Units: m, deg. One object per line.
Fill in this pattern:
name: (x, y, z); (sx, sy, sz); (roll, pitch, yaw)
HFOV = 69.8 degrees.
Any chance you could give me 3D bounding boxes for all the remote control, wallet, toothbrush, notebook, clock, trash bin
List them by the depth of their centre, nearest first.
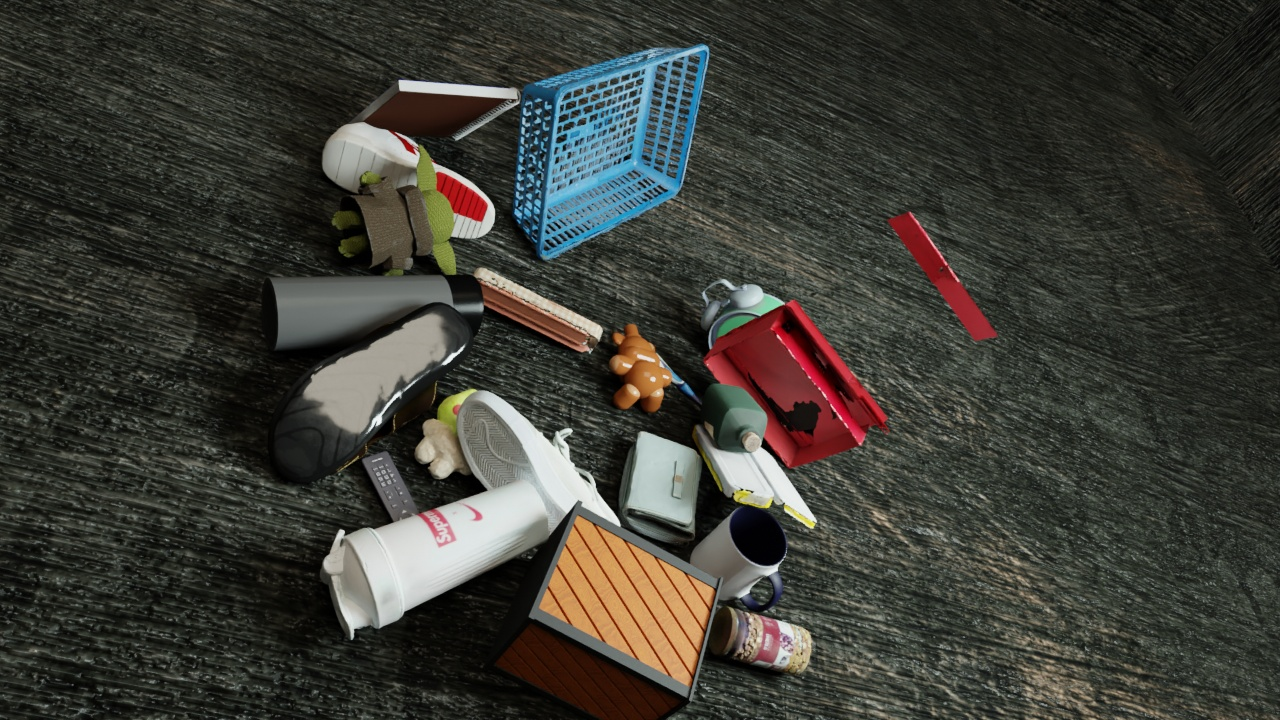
trash bin: (-0.037, 0.268, 0.936); (0.172, 0.140, 0.139); (29, 45, -7)
remote control: (-0.257, 0.160, 0.983); (0.032, 0.015, 0.136); (-18, 68, -40)
wallet: (0.028, 0.156, 1.135); (0.100, 0.054, 0.131); (23, 41, -14)
notebook: (-0.284, -0.340, 1.257); (0.171, 0.210, 0.022); (-7, 91, -34)
toothbrush: (0.059, 0.031, 1.276); (0.189, 0.017, 0.016); (44, 46, 7)
clock: (0.150, -0.045, 1.310); (0.161, 0.122, 0.075); (49, 42, -14)

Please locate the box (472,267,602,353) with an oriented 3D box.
box: (-0.140, -0.060, 1.197); (0.187, 0.083, 0.042); (28, 56, -11)

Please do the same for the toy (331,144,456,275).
toy: (-0.310, -0.173, 1.164); (0.152, 0.078, 0.179); (-20, 105, -37)

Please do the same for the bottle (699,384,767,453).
bottle: (0.123, 0.080, 1.169); (0.061, 0.061, 0.131); (9, 16, -15)

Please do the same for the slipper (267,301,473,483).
slipper: (-0.297, 0.033, 1.018); (0.113, 0.076, 0.267); (50, 60, -6)

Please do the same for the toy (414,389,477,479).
toy: (-0.205, 0.088, 1.053); (0.092, 0.046, 0.115); (48, 53, 0)

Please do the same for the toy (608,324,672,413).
toy: (-0.007, 0.007, 1.237); (0.094, 0.065, 0.127); (16, 39, -30)

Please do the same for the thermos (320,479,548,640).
thermos: (-0.204, 0.189, 0.921); (0.219, 0.100, 0.099); (-19, 66, -31)

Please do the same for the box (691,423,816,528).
box: (0.140, 0.140, 1.158); (0.129, 0.036, 0.209); (24, 12, -16)

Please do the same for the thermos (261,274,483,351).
thermos: (-0.311, -0.059, 1.082); (0.240, 0.082, 0.082); (-5, 57, -33)

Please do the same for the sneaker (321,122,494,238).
sneaker: (-0.305, -0.256, 1.256); (0.236, 0.091, 0.104); (21, 38, -12)

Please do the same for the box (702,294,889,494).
box: (0.199, 0.039, 1.225); (0.214, 0.164, 0.153); (49, 0, -13)

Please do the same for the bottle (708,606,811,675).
bottle: (0.138, 0.323, 1.056); (0.105, 0.056, 0.056); (20, 47, -17)

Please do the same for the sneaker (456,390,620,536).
sneaker: (-0.111, 0.126, 1.039); (0.242, 0.090, 0.090); (52, 31, -8)

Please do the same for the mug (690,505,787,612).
mug: (0.124, 0.242, 1.084); (0.078, 0.097, 0.112); (-16, 64, -39)

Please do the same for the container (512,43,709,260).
container: (-0.051, -0.328, 1.362); (0.089, 0.258, 0.360); (30, 40, 24)
